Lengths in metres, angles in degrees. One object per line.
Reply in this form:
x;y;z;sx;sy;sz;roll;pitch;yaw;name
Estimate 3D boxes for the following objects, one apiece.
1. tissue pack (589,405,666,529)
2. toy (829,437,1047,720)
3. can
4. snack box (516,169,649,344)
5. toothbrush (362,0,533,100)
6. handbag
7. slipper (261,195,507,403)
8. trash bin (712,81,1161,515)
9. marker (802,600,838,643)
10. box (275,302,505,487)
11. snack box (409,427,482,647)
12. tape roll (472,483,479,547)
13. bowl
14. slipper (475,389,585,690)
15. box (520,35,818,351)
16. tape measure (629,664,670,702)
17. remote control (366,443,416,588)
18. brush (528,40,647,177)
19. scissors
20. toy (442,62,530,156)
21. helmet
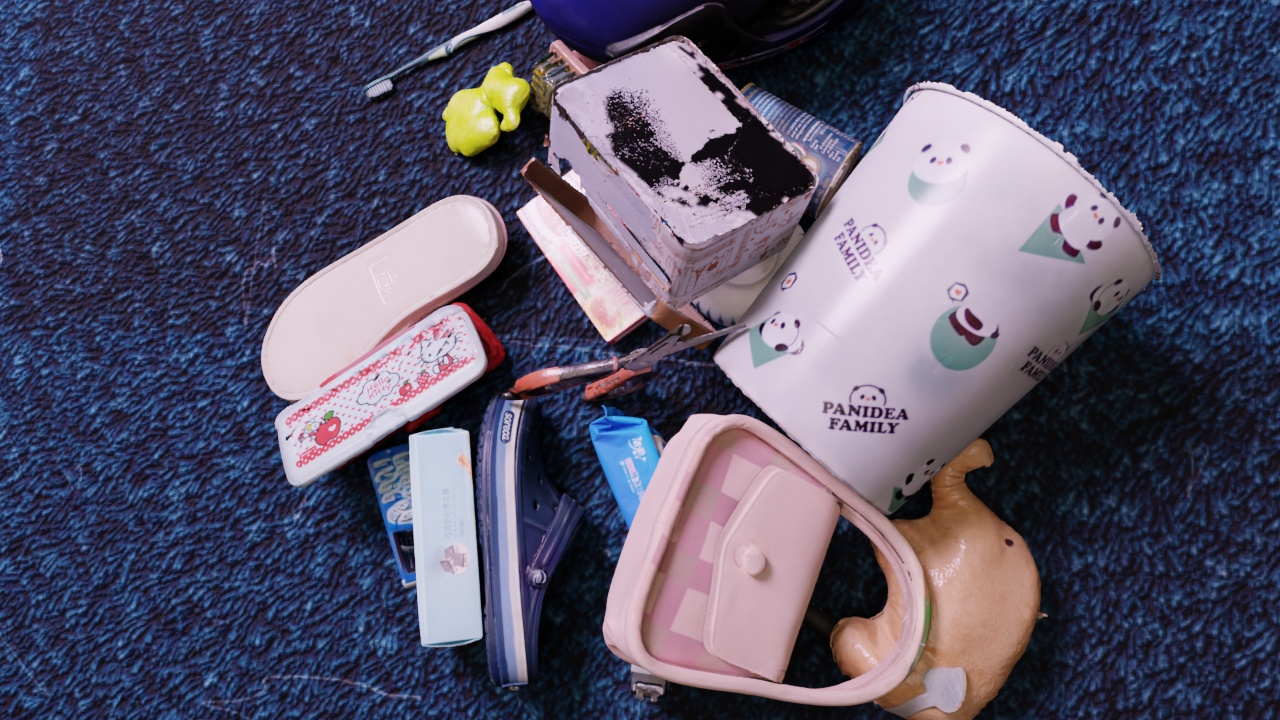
0.009;0.106;0.771;0.052;0.095;0.157;-25;78;4;tissue pack
0.249;0.177;0.730;0.143;0.082;0.226;24;85;2;toy
0.126;-0.180;0.793;0.111;0.075;0.075;32;89;11;can
-0.041;-0.096;0.836;0.075;0.025;0.153;-36;79;4;snack box
-0.184;-0.301;0.890;0.192;0.016;0.018;-25;90;6;toothbrush
0.104;0.163;0.679;0.234;0.093;0.193;24;76;-5;handbag
-0.235;-0.054;0.849;0.275;0.054;0.114;-35;76;11;slipper
0.204;-0.037;0.696;0.229;0.229;0.252;43;97;11;trash bin
0.116;0.197;0.780;0.132;0.020;0.022;34;106;12;marker
-0.213;0.040;0.798;0.201;0.095;0.101;-33;41;5;box
-0.164;0.147;0.772;0.051;0.074;0.174;-4;83;-14;snack box
-0.183;0.145;0.839;0.086;0.014;0.085;-1;84;9;tape roll
0.089;-0.089;0.793;0.116;0.066;0.116;-1;84;9;bowl
-0.092;0.146;0.777;0.095;0.105;0.252;0;78;-11;slipper
0.012;-0.109;0.726;0.154;0.185;0.182;-30;70;-21;box
0.012;0.244;0.768;0.033;0.066;0.066;6;87;6;tape measure
-0.204;0.138;0.822;0.049;0.024;0.125;-18;85;7;remote control
-0.033;-0.223;0.835;0.072;0.063;0.145;-39;79;-27;brush
-0.014;0.006;0.735;0.226;0.189;0.015;-12;78;11;scissors
-0.146;-0.230;0.853;0.100;0.031;0.096;-52;55;18;toy
0.047;-0.369;0.746;0.316;0.240;0.247;-8;84;8;helmet
